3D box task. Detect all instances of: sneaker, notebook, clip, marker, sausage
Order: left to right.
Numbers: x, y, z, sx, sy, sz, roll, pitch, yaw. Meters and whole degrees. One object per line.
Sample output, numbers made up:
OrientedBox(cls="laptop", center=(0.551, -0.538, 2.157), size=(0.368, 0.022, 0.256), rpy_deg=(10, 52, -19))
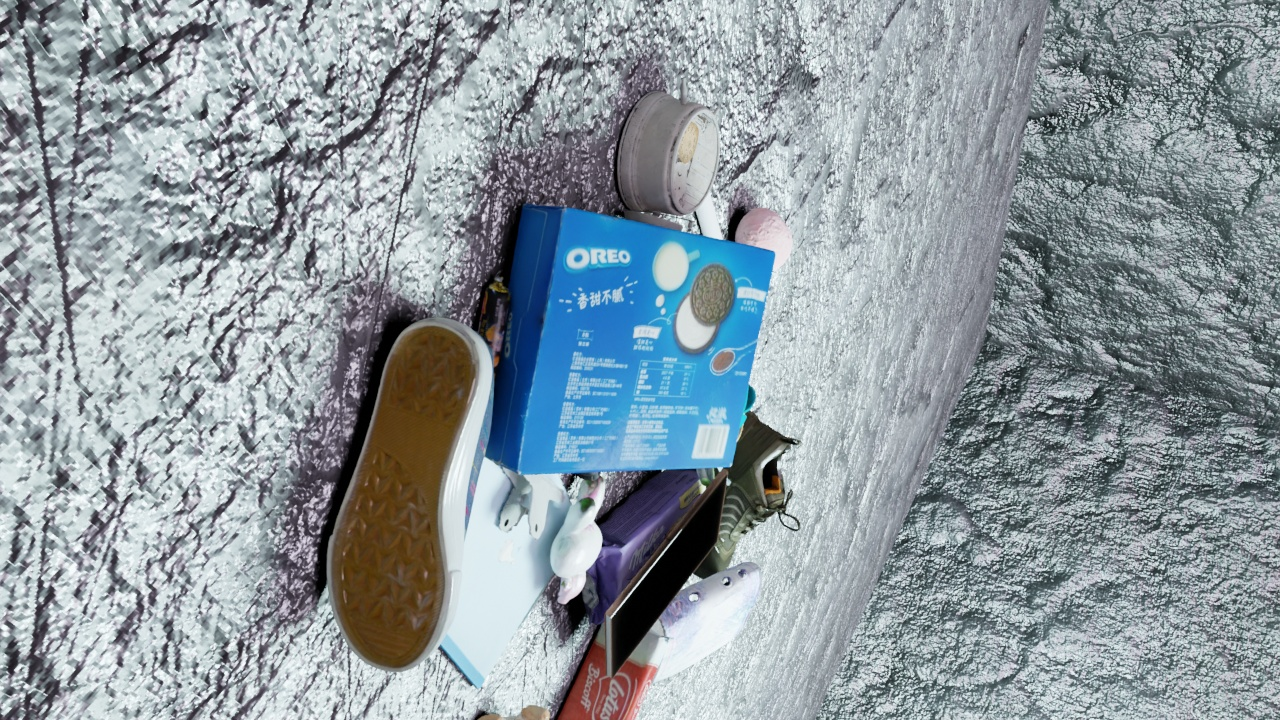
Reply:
OrientedBox(cls="sneaker", center=(-0.146, 0.086, 0.614), size=(0.079, 0.087, 0.235), rpy_deg=(-32, 134, -82))
OrientedBox(cls="sausage", center=(-0.115, 0.016, 0.663), size=(0.020, 0.020, 0.155), rpy_deg=(5, 98, -64))
OrientedBox(cls="notebook", center=(-0.123, 0.151, 0.765), size=(0.180, 0.009, 0.254), rpy_deg=(-56, 151, -29))
OrientedBox(cls="clip", center=(-0.098, 0.118, 0.764), size=(0.102, 0.045, 0.055), rpy_deg=(55, 51, -60))
OrientedBox(cls="notebook", center=(0.029, 0.226, 0.974), size=(0.208, 0.008, 0.142), rpy_deg=(-45, 153, -34))
OrientedBox(cls="marker", center=(0.060, -0.158, 0.905), size=(0.020, 0.020, 0.141), rpy_deg=(-60, 153, -21))
OrientedBox(cls="sneaker", center=(0.149, 0.185, 1.173), size=(0.100, 0.143, 0.238), rpy_deg=(-19, 124, -59))

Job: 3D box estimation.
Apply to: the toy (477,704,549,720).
OrientedBox(cls="toy", center=(-0.127, 0.374, 0.858), size=(0.085, 0.074, 0.106), rpy_deg=(-6, 139, -29))

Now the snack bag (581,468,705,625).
OrientedBox(cls="snack bag", center=(0.002, 0.191, 0.987), size=(0.204, 0.058, 0.096), rpy_deg=(-30, 131, -50))

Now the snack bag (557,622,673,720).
OrientedBox(cls="snack bag", center=(-0.047, 0.392, 1.003), size=(0.225, 0.077, 0.041), rpy_deg=(-65, 157, -12))

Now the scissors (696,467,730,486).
OrientedBox(cls="scissors", center=(0.074, 0.084, 1.045), size=(0.171, 0.023, 0.172), rpy_deg=(-76, 142, -69))

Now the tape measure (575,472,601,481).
OrientedBox(cls="tape measure", center=(-0.049, 0.072, 0.829), size=(0.061, 0.034, 0.061), rpy_deg=(64, 38, -61))

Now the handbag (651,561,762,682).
OrientedBox(cls="handbag", center=(0.067, 0.311, 1.126), size=(0.158, 0.069, 0.127), rpy_deg=(-18, 141, -32))

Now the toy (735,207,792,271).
OrientedBox(cls="toy", center=(0.129, -0.118, 1.035), size=(0.105, 0.053, 0.108), rpy_deg=(-57, 154, -4))

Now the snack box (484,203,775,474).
OrientedBox(cls="snack box", center=(-0.003, -0.010, 0.737), size=(0.238, 0.056, 0.195), rpy_deg=(4, 100, -42))

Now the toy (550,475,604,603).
OrientedBox(cls="toy", center=(-0.059, 0.169, 0.854), size=(0.079, 0.038, 0.123), rpy_deg=(-36, 140, -71))

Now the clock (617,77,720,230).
OrientedBox(cls="clock", center=(0.025, -0.153, 0.788), size=(0.103, 0.061, 0.157), rpy_deg=(9, 98, -64))

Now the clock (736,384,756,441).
OrientedBox(cls="clock", center=(0.108, 0.034, 1.086), size=(0.098, 0.044, 0.130), rpy_deg=(-46, 133, -64))
